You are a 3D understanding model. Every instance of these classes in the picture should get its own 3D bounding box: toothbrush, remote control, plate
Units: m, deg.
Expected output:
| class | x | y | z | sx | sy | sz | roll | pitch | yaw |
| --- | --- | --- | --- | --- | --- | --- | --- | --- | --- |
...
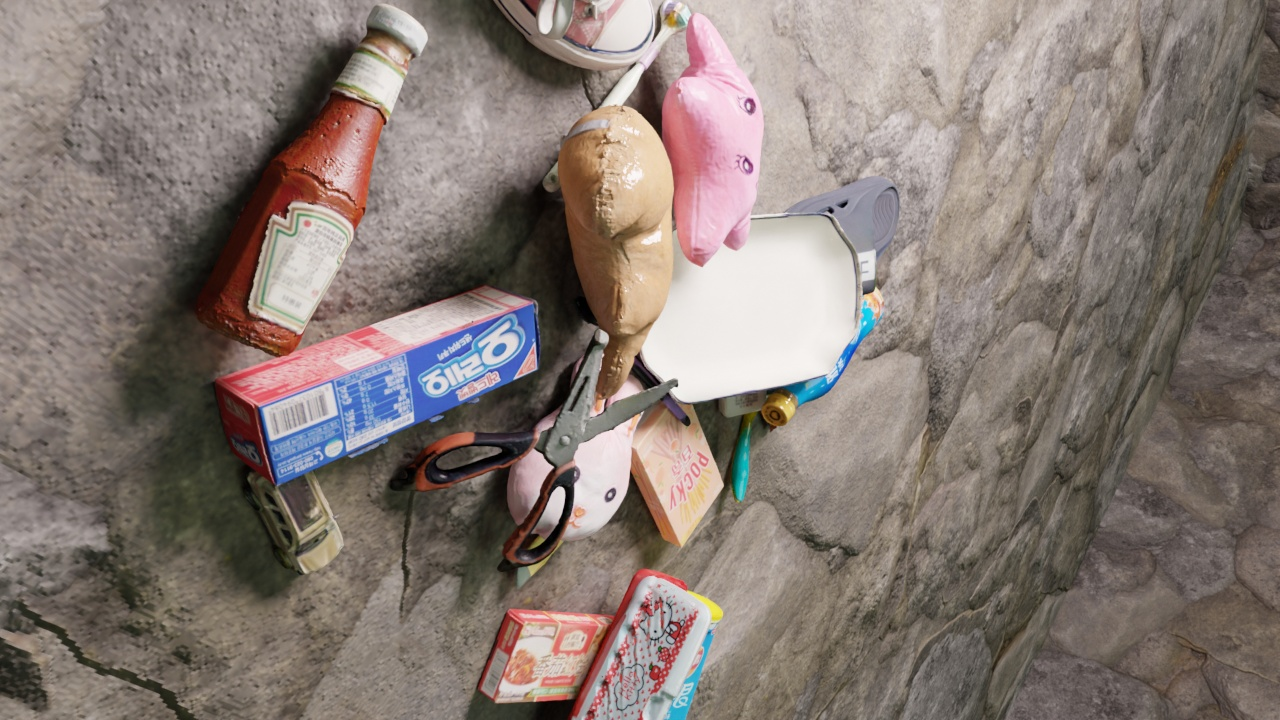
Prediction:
| class | x | y | z | sx | sy | sz | roll | pitch | yaw |
| --- | --- | --- | --- | --- | --- | --- | --- | --- | --- |
| toothbrush | -0.018 | -0.202 | 0.700 | 0.189 | 0.029 | 0.020 | -56 | 180 | -14 |
| remote control | 0.102 | -0.003 | 0.913 | 0.049 | 0.024 | 0.125 | -12 | 119 | -15 |
| toothbrush | -0.005 | 0.005 | 0.789 | 0.189 | 0.017 | 0.014 | 49 | 59 | -40 |
| plate | 0.099 | -0.052 | 0.844 | 0.265 | 0.034 | 0.162 | -11 | 104 | -32 |

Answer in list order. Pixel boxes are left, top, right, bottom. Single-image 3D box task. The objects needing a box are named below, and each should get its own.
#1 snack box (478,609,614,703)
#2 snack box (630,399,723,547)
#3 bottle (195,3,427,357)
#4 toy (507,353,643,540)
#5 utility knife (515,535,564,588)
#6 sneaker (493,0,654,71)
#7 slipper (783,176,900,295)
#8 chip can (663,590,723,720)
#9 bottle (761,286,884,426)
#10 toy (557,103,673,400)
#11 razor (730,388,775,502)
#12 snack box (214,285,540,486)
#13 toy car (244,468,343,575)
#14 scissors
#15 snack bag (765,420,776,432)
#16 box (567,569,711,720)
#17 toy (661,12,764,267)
| class | x | y | z | sx | sy | sz | roll | pitch | yaw |
| --- | --- | --- | --- | --- | --- | --- | --- | --- | --- |
| snack box | -0.075 | 0.269 | 0.835 | 0.152 | 0.025 | 0.075 | 24 | 87 | -51 |
| snack box | 0.032 | 0.101 | 0.882 | 0.084 | 0.026 | 0.157 | -52 | 138 | -28 |
| bottle | -0.180 | -0.104 | 0.519 | 0.059 | 0.060 | 0.206 | 31 | 81 | -51 |
| toy | -0.048 | 0.074 | 0.761 | 0.121 | 0.054 | 0.159 | 34 | 73 | -45 |
| utility knife | -0.051 | 0.131 | 0.810 | 0.178 | 0.019 | 0.031 | -40 | 137 | -31 |
| sneaker | -0.053 | -0.265 | 0.574 | 0.241 | 0.088 | 0.118 | 35 | 79 | -50 |
| slipper | 0.222 | -0.125 | 0.968 | 0.267 | 0.083 | 0.111 | -33 | 127 | -39 |
| chip can | 0.019 | 0.345 | 0.943 | 0.071 | 0.071 | 0.210 | 14 | 95 | -51 |
| bottle | 0.189 | -0.008 | 0.972 | 0.218 | 0.065 | 0.065 | -46 | 137 | -38 |
| toy | -0.014 | -0.076 | 0.683 | 0.143 | 0.082 | 0.226 | -71 | 162 | -47 |
| razor | 0.114 | 0.086 | 0.976 | 0.043 | 0.028 | 0.132 | 5 | 100 | -24 |
| snack box | -0.159 | 0.008 | 0.594 | 0.206 | 0.058 | 0.057 | -26 | 125 | -40 |
| toy car | -0.217 | 0.100 | 0.585 | 0.042 | 0.035 | 0.090 | -36 | 133 | -34 |
| scissors | -0.070 | 0.073 | 0.679 | 0.225 | 0.015 | 0.189 | -19 | 126 | -6 |
| snack bag | 0.171 | 0.031 | 1.020 | 0.105 | 0.026 | 0.045 | -51 | 147 | -20 |
| box | 0.004 | 0.302 | 0.843 | 0.094 | 0.100 | 0.201 | 31 | 83 | -51 |
| toy | 0.054 | -0.166 | 0.719 | 0.178 | 0.075 | 0.194 | 22 | 69 | -66 |
